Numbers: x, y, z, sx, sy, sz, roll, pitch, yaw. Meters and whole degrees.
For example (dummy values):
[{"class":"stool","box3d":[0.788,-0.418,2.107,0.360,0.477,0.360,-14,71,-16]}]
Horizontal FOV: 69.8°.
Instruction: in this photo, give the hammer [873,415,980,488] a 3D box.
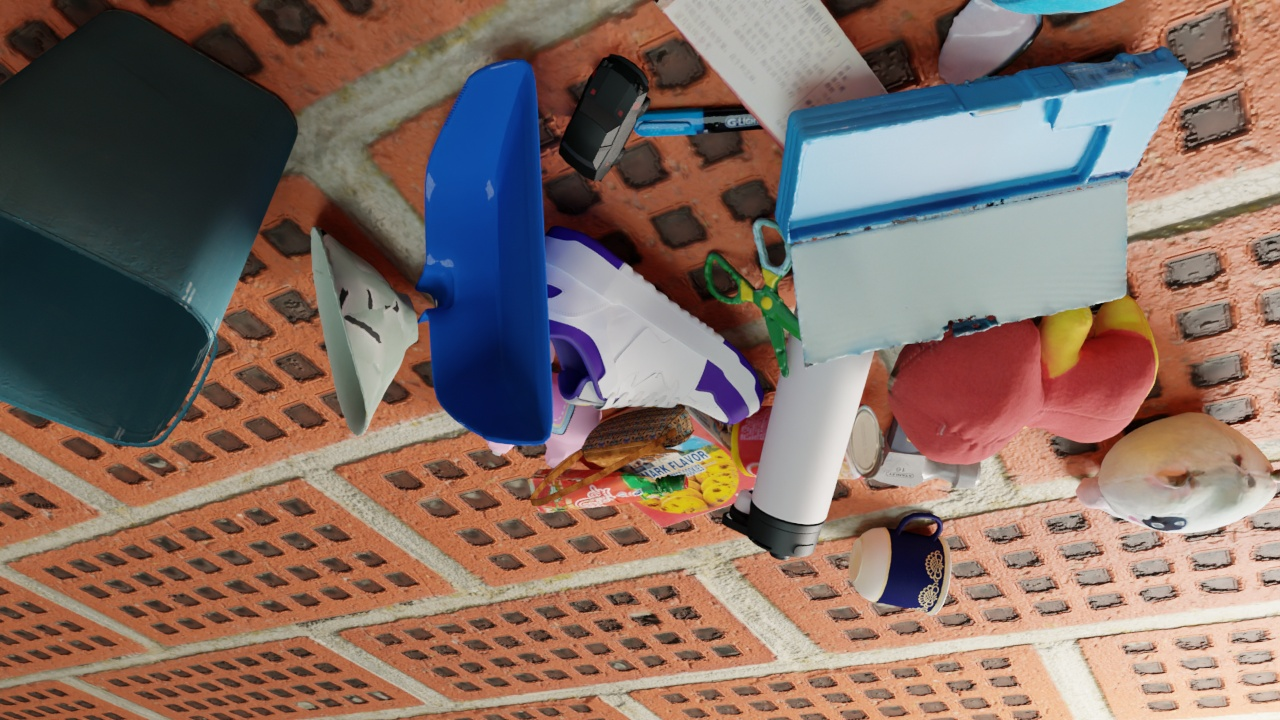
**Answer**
[{"class":"hammer","box3d":[0.256,0.010,0.791,0.139,0.035,0.313,5,139,6]}]

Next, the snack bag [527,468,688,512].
[{"class":"snack bag","box3d":[-0.028,0.123,0.899,0.155,0.044,0.087,-6,156,16]}]

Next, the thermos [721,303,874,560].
[{"class":"thermos","box3d":[0.129,0.050,0.762,0.068,0.101,0.230,2,107,-33]}]

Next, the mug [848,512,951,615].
[{"class":"mug","box3d":[0.280,0.213,0.995,0.089,0.085,0.112,11,104,0]}]

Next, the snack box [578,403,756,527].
[{"class":"snack box","box3d":[0.034,0.098,0.917,0.143,0.040,0.145,-25,126,34]}]

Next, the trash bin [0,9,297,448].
[{"class":"trash bin","box3d":[-0.357,-0.097,0.621,0.199,0.218,0.197,30,135,-23]}]

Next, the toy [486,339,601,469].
[{"class":"toy","box3d":[-0.092,0.029,0.844,0.123,0.067,0.158,15,135,-10]}]

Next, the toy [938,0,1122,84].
[{"class":"toy","box3d":[0.187,-0.236,0.474,0.191,0.098,0.224,17,166,-8]}]

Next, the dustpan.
[{"class":"dustpan","box3d":[-0.129,-0.058,0.689,0.059,0.245,0.258,-2,176,-19]}]

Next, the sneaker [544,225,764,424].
[{"class":"sneaker","box3d":[-0.005,0.004,0.746,0.244,0.111,0.092,37,172,-25]}]

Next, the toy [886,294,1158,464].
[{"class":"toy","box3d":[0.290,0.017,0.705,0.216,0.098,0.148,-5,127,-19]}]

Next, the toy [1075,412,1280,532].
[{"class":"toy","box3d":[0.472,0.110,0.834,0.138,0.101,0.180,0,160,-10]}]

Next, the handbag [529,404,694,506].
[{"class":"handbag","box3d":[-0.028,0.088,0.766,0.094,0.195,0.043,-12,99,30]}]

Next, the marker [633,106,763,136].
[{"class":"marker","box3d":[0.056,-0.165,0.633,0.123,0.015,0.018,-1,135,8]}]

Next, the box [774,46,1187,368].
[{"class":"box","box3d":[0.210,-0.102,0.597,0.243,0.060,0.176,-11,125,-7]}]

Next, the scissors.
[{"class":"scissors","box3d":[0.106,-0.051,0.706,0.131,0.012,0.108,45,125,19]}]

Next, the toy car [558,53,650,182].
[{"class":"toy car","box3d":[-0.027,-0.162,0.622,0.042,0.036,0.092,39,136,4]}]

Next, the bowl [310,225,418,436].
[{"class":"bowl","box3d":[-0.220,-0.028,0.754,0.067,0.174,0.175,-13,146,-25]}]

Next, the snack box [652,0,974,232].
[{"class":"snack box","box3d":[0.117,-0.163,0.595,0.077,0.044,0.273,-39,124,18]}]

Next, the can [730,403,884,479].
[{"class":"can","box3d":[0.149,0.073,0.832,0.125,0.066,0.067,-4,141,38]}]
